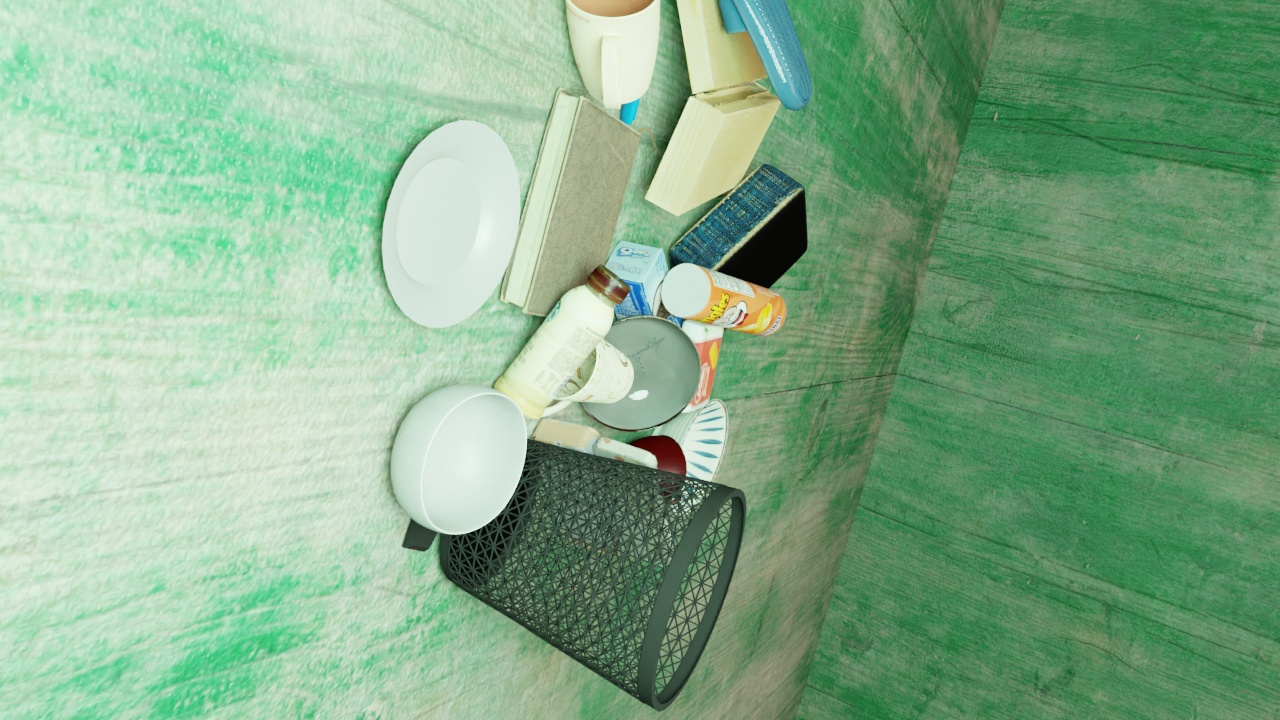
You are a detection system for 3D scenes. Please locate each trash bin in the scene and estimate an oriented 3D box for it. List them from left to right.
[{"bbox_3d":[-0.050,0.189,0.908,0.216,0.243,0.217,-51,151,-44],"label":"trash bin"}]

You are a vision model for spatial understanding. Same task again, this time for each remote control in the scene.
[{"bbox_3d":[-0.189,0.121,0.869,0.124,0.010,0.039,-69,155,-9],"label":"remote control"}]

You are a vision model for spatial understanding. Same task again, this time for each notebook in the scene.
[{"bbox_3d":[-0.056,-0.148,0.937,0.190,0.034,0.215,5,102,-65],"label":"notebook"}]

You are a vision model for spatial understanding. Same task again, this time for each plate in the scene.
[{"bbox_3d":[-0.160,-0.113,0.764,0.172,0.019,0.173,-43,142,-46],"label":"plate"}]

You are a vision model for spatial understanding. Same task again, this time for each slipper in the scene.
[{"bbox_3d":[0.117,-0.358,0.960,0.103,0.059,0.214,-40,106,-55],"label":"slipper"}]

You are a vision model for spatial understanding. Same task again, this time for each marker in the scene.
[{"bbox_3d":[-0.002,-0.286,0.925,0.015,0.018,0.123,-19,155,-24],"label":"marker"}]

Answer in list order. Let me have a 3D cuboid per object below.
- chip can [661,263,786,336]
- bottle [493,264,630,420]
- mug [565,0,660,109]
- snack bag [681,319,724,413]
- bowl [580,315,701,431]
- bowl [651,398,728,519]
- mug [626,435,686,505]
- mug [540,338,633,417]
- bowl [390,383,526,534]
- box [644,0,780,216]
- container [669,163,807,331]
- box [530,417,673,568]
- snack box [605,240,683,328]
[{"bbox_3d":[0.106,-0.071,1.118,0.210,0.062,0.062,8,99,-57],"label":"chip can"},{"bbox_3d":[-0.074,-0.019,0.892,0.162,0.056,0.056,-51,157,9],"label":"bottle"},{"bbox_3d":[-0.024,-0.284,0.840,0.104,0.085,0.111,87,5,-57],"label":"mug"},{"bbox_3d":[0.070,0.004,1.158,0.076,0.036,0.116,-17,120,-63],"label":"snack bag"},{"bbox_3d":[-0.006,0.006,1.069,0.056,0.150,0.151,-112,-157,-59],"label":"bowl"},{"bbox_3d":[0.056,0.130,1.306,0.176,0.071,0.178,-42,141,-46],"label":"bowl"},{"bbox_3d":[0.007,0.149,1.185,0.088,0.114,0.087,2,122,-43],"label":"mug"},{"bbox_3d":[-0.070,0.022,0.971,0.122,0.081,0.097,-43,152,14],"label":"mug"},{"bbox_3d":[-0.168,0.083,0.816,0.131,0.064,0.132,-28,125,-49],"label":"bowl"},{"bbox_3d":[0.093,-0.310,1.055,0.246,0.097,0.261,-43,137,-61],"label":"box"},{"bbox_3d":[0.136,-0.145,1.214,0.187,0.071,0.145,-43,151,-14],"label":"container"},{"bbox_3d":[-0.036,0.155,1.043,0.217,0.149,0.042,80,23,-46],"label":"box"},{"bbox_3d":[0.012,-0.048,1.115,0.059,0.059,0.227,-62,153,-29],"label":"snack box"}]
